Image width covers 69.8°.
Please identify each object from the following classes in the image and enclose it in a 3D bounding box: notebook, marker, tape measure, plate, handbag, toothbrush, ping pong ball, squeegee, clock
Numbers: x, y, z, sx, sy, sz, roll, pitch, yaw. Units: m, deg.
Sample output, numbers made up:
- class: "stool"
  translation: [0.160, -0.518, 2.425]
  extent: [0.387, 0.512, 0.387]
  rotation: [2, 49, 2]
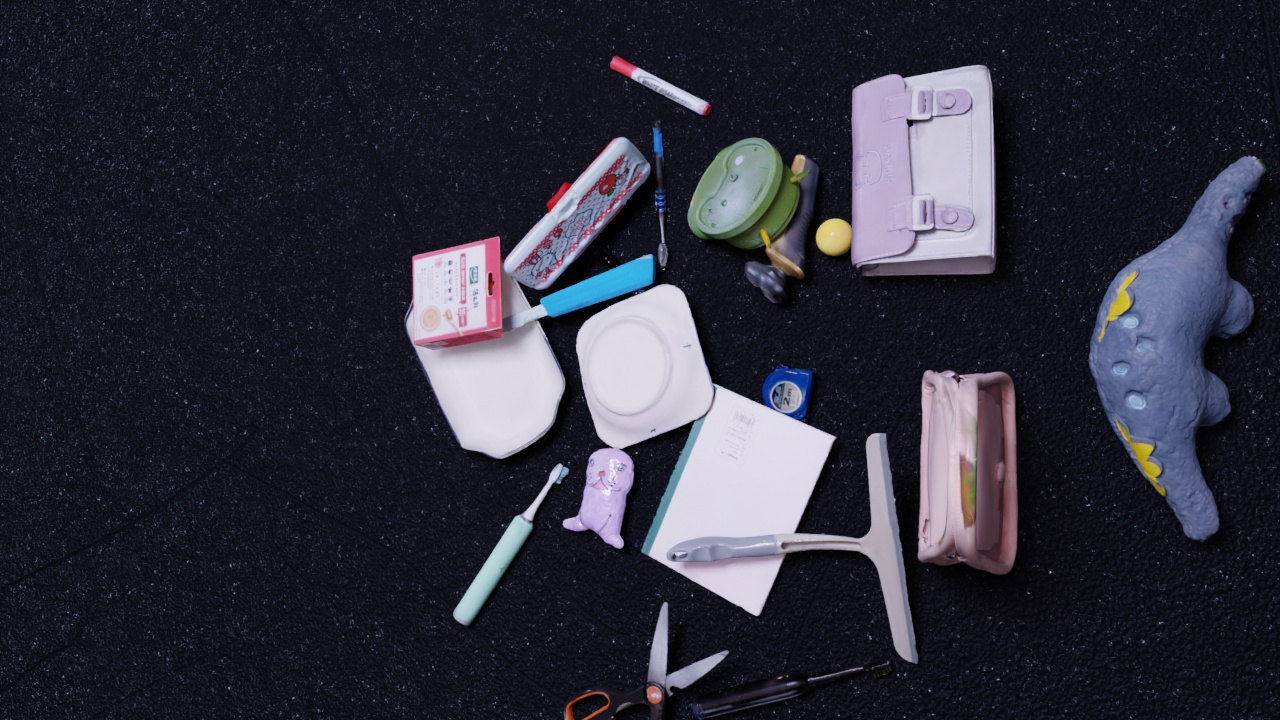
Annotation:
- class: "notebook"
  translation: [0.102, 0.148, 0.995]
  extent: [0.150, 0.012, 0.209]
  rotation: [24, 97, 22]
- class: "marker"
  translation: [0.024, -0.331, 1.106]
  extent: [0.145, 0.017, 0.017]
  rotation: [34, 94, 22]
- class: "tape measure"
  translation: [0.161, 0.034, 0.994]
  extent: [0.054, 0.025, 0.058]
  rotation: [12, 97, 23]
- class: "plate"
  translation: [-0.187, -0.009, 1.125]
  extent: [0.162, 0.034, 0.265]
  rotation: [-34, 72, 12]
- class: "handbag"
  translation: [0.290, 0.096, 0.825]
  extent: [0.093, 0.234, 0.193]
  rotation: [0, 82, 22]
- class: "toothbrush"
  translation: [0.023, -0.198, 1.087]
  extent: [0.014, 0.016, 0.189]
  rotation: [-4, 79, 12]
- class: "handbag"
  translation: [0.290, -0.191, 0.948]
  extent: [0.145, 0.098, 0.197]
  rotation: [-3, 80, 25]
- class: "ping pong ball"
  translation: [0.210, -0.133, 0.993]
  extent: [0.040, 0.040, 0.040]
  rotation: [-3, 81, 20]
- class: "marker"
  translation: [-0.015, -0.092, 1.081]
  extent: [0.020, 0.022, 0.132]
  rotation: [-41, 71, -5]
- class: "plate"
  translation: [-0.006, 0.006, 1.039]
  extent: [0.164, 0.034, 0.164]
  rotation: [-24, 74, 29]
- class: "squeegee"
  translation: [0.147, 0.193, 0.947]
  extent: [0.247, 0.039, 0.246]
  rotation: [-6, 105, 22]
- class: "toothbrush"
  translation: [0.155, 0.338, 0.952]
  extent: [0.213, 0.026, 0.027]
  rotation: [-19, 110, 16]
- class: "toothbrush"
  translation: [-0.153, 0.216, 1.083]
  extent: [0.224, 0.027, 0.026]
  rotation: [-57, 36, 4]
- class: "clock"
  translation: [0.108, -0.182, 1.011]
  extent: [0.161, 0.056, 0.116]
  rotation: [28, 89, 53]

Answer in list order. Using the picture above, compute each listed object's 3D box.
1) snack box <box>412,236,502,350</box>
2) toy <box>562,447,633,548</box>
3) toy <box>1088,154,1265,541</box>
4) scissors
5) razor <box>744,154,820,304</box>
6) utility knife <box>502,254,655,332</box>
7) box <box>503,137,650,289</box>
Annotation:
- class: "snack box"
  translation: [-0.209, -0.078, 1.096]
  extent: [0.127, 0.044, 0.113]
  rotation: [-9, 77, 24]
- class: "toy"
  translation: [-0.042, 0.151, 1.045]
  extent: [0.084, 0.039, 0.108]
  rotation: [11, 87, 30]
- class: "toy"
  translation: [0.492, -0.020, 0.847]
  extent: [0.138, 0.091, 0.356]
  rotation: [11, 88, 9]
- class: "scissors"
  translation: [0.003, 0.373, 0.984]
  extent: [0.231, 0.021, 0.221]
  rotation: [-12, 87, 27]
- class: "razor"
  translation: [0.161, -0.147, 1.010]
  extent: [0.068, 0.062, 0.167]
  rotation: [12, 80, 23]
- class: "utility knife"
  translation: [-0.078, -0.074, 1.075]
  extent: [0.209, 0.018, 0.034]
  rotation: [-19, 76, 13]
- class: "box"
  translation: [-0.083, -0.179, 1.064]
  extent: [0.201, 0.099, 0.112]
  rotation: [-47, 49, 7]
